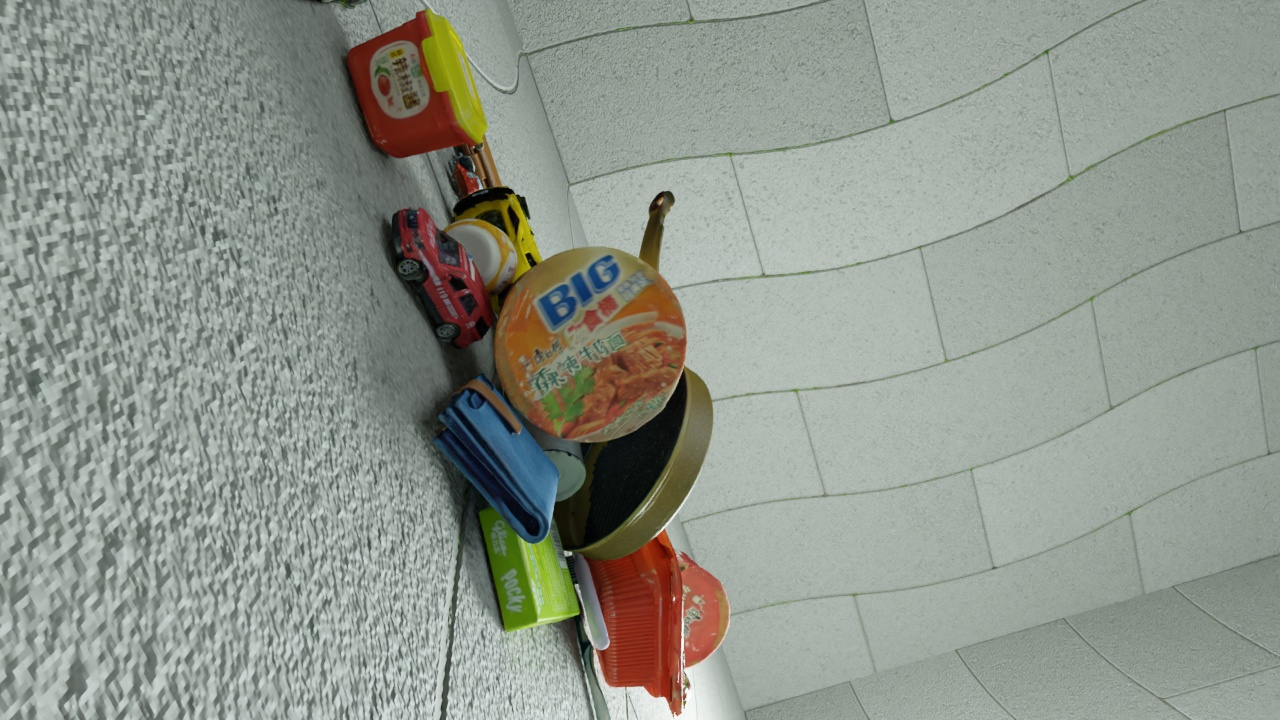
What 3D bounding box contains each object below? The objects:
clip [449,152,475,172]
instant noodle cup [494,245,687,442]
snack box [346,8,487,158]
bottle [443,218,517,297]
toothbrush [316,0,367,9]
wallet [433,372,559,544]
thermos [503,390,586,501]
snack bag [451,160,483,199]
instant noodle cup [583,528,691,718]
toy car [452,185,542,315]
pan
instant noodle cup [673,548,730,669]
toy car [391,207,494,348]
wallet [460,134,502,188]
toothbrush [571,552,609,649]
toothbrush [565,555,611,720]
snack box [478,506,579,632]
[{"bbox_3d":[-0.190,-0.205,0.969,0.056,0.028,0.024,-127,-161,-69],"label":"clip"},{"bbox_3d":[-0.050,-0.019,0.743,0.111,0.151,0.151,-147,-143,-71],"label":"instant noodle cup"},{"bbox_3d":[-0.165,-0.199,0.682,0.082,0.080,0.091,-11,83,-86],"label":"snack box"},{"bbox_3d":[-0.134,-0.083,0.766,0.108,0.063,0.063,-45,117,-87],"label":"bottle"},{"bbox_3d":[-0.217,-0.254,0.632,0.185,0.017,0.012,-100,175,-71],"label":"toothbrush"},{"bbox_3d":[-0.095,0.062,0.635,0.106,0.040,0.133,53,2,-7],"label":"wallet"},{"bbox_3d":[-0.093,0.031,0.848,0.220,0.070,0.070,-104,176,-50],"label":"thermos"},{"bbox_3d":[-0.171,-0.166,0.957,0.105,0.026,0.045,69,-5,-67],"label":"snack bag"},{"bbox_3d":[-0.008,0.220,0.857,0.164,0.079,0.189,-120,-154,-60],"label":"instant noodle cup"},{"bbox_3d":[-0.129,-0.098,0.897,0.041,0.071,0.156,-106,178,-56],"label":"toy car"},{"bbox_3d":[-0.005,0.005,0.837,0.078,0.198,0.356,33,62,-29],"label":"pan"},{"bbox_3d":[0.037,0.304,1.159,0.108,0.138,0.138,-131,-157,-81],"label":"instant noodle cup"},{"bbox_3d":[-0.142,-0.060,0.665,0.120,0.045,0.052,66,5,-52],"label":"toy car"},{"bbox_3d":[-0.182,-0.221,1.055,0.107,0.031,0.132,-110,-179,-77],"label":"wallet"},{"bbox_3d":[-0.052,0.190,0.800,0.189,0.021,0.029,-126,-159,-66],"label":"toothbrush"},{"bbox_3d":[-0.045,0.266,0.832,0.016,0.018,0.191,67,5,-63],"label":"toothbrush"},{"bbox_3d":[-0.081,0.156,0.693,0.156,0.026,0.085,64,9,-76],"label":"snack box"}]
